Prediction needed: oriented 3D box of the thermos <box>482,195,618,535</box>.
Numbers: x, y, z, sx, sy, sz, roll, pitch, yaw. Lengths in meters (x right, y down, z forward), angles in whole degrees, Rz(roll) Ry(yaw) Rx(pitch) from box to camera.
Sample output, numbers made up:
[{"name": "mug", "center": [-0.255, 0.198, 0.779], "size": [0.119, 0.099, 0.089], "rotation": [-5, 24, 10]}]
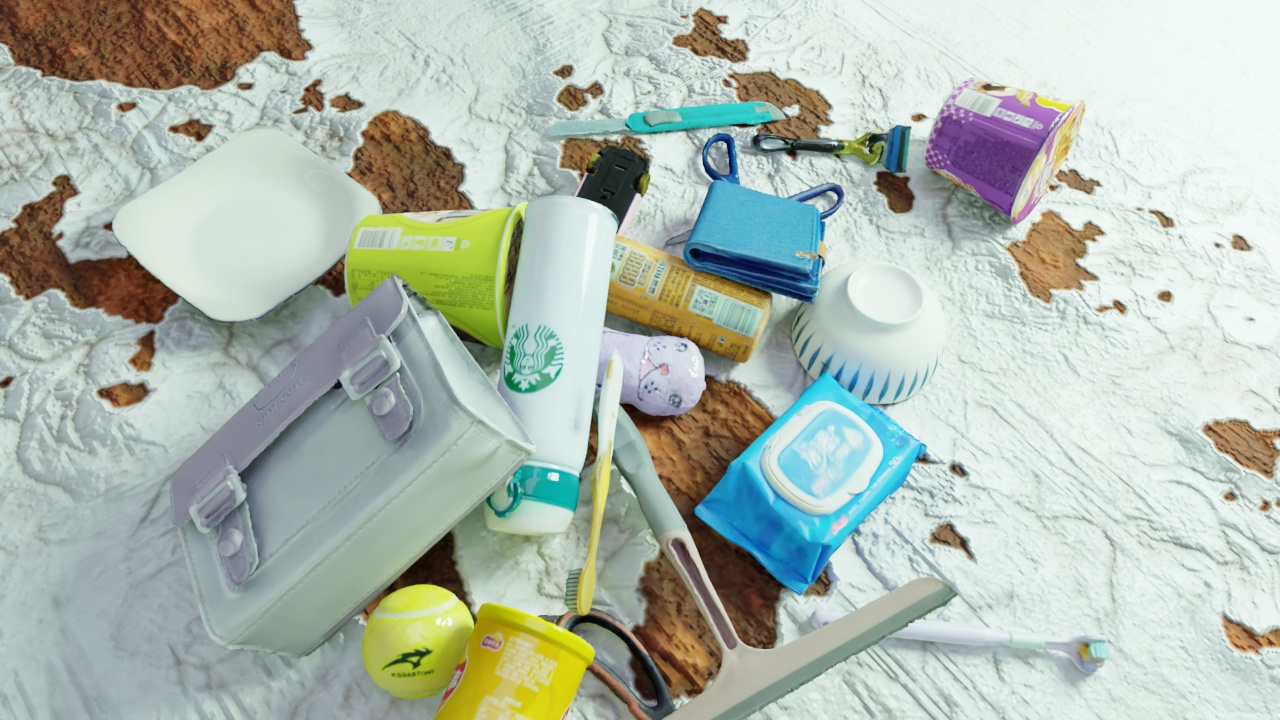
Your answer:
[{"name": "thermos", "center": [-0.062, 0.005, 0.614], "size": [0.073, 0.073, 0.224], "rotation": [7, 75, 0]}]

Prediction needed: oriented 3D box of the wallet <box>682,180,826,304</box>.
[{"name": "wallet", "center": [0.094, -0.096, 0.718], "size": [0.106, 0.040, 0.132], "rotation": [17, 34, 3]}]

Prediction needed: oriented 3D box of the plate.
[{"name": "plate", "center": [-0.305, -0.103, 0.725], "size": [0.163, 0.034, 0.163], "rotation": [35, 61, 17]}]

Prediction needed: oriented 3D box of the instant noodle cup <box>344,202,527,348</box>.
[{"name": "instant noodle cup", "center": [-0.145, -0.064, 0.676], "size": [0.123, 0.112, 0.111], "rotation": [5, 56, 8]}]

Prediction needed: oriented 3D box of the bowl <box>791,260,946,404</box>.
[{"name": "bowl", "center": [0.179, -0.032, 0.699], "size": [0.116, 0.066, 0.116], "rotation": [2, 56, -3]}]

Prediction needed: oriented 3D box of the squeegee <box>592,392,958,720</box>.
[{"name": "squeegee", "center": [0.023, 0.116, 0.587], "size": [0.247, 0.040, 0.249], "rotation": [-30, 52, -1]}]

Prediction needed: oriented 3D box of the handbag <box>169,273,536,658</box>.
[{"name": "handbag", "center": [-0.182, 0.059, 0.555], "size": [0.197, 0.098, 0.145], "rotation": [-42, 54, 3]}]

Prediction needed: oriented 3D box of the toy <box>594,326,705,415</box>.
[{"name": "toy", "center": [-0.004, 0.004, 0.674], "size": [0.108, 0.039, 0.083], "rotation": [12, 77, 4]}]

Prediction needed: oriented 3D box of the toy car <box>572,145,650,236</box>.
[{"name": "toy car", "center": [-0.032, -0.124, 0.762], "size": [0.056, 0.037, 0.122], "rotation": [22, 70, 6]}]

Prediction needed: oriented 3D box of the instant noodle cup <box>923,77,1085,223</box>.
[{"name": "instant noodle cup", "center": [0.310, -0.188, 0.796], "size": [0.099, 0.112, 0.111], "rotation": [32, 59, 27]}]

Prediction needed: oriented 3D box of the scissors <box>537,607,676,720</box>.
[{"name": "scissors", "center": [0.008, 0.235, 0.541], "size": [0.227, 0.015, 0.188], "rotation": [-4, 57, -8]}]

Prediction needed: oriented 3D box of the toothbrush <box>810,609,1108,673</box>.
[{"name": "toothbrush", "center": [0.204, 0.178, 0.592], "size": [0.189, 0.029, 0.021], "rotation": [6, 16, 1]}]

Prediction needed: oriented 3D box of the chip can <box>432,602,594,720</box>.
[{"name": "chip can", "center": [-0.095, 0.240, 0.480], "size": [0.072, 0.072, 0.212], "rotation": [19, 64, 8]}]

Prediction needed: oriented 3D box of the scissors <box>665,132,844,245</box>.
[{"name": "scissors", "center": [0.098, -0.132, 0.792], "size": [0.162, 0.012, 0.172], "rotation": [-2, 59, -5]}]

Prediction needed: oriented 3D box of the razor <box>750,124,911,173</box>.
[{"name": "razor", "center": [0.171, -0.194, 0.834], "size": [0.143, 0.022, 0.043], "rotation": [3, 100, 1]}]

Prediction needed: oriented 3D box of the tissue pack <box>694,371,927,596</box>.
[{"name": "tissue pack", "center": [0.119, 0.079, 0.629], "size": [0.095, 0.052, 0.156], "rotation": [40, 62, 20]}]

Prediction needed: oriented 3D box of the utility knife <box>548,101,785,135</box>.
[{"name": "utility knife", "center": [0.025, -0.221, 0.842], "size": [0.223, 0.013, 0.029], "rotation": [-8, 58, -10]}]

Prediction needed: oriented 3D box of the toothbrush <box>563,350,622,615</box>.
[{"name": "toothbrush", "center": [-0.029, 0.074, 0.603], "size": [0.018, 0.016, 0.191], "rotation": [-11, 54, 25]}]

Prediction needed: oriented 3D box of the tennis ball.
[{"name": "tennis ball", "center": [-0.131, 0.166, 0.543], "size": [0.065, 0.066, 0.065], "rotation": [2, 57, -4]}]

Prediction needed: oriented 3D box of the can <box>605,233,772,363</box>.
[{"name": "can", "center": [0.024, -0.049, 0.696], "size": [0.146, 0.058, 0.058], "rotation": [21, 57, 4]}]
